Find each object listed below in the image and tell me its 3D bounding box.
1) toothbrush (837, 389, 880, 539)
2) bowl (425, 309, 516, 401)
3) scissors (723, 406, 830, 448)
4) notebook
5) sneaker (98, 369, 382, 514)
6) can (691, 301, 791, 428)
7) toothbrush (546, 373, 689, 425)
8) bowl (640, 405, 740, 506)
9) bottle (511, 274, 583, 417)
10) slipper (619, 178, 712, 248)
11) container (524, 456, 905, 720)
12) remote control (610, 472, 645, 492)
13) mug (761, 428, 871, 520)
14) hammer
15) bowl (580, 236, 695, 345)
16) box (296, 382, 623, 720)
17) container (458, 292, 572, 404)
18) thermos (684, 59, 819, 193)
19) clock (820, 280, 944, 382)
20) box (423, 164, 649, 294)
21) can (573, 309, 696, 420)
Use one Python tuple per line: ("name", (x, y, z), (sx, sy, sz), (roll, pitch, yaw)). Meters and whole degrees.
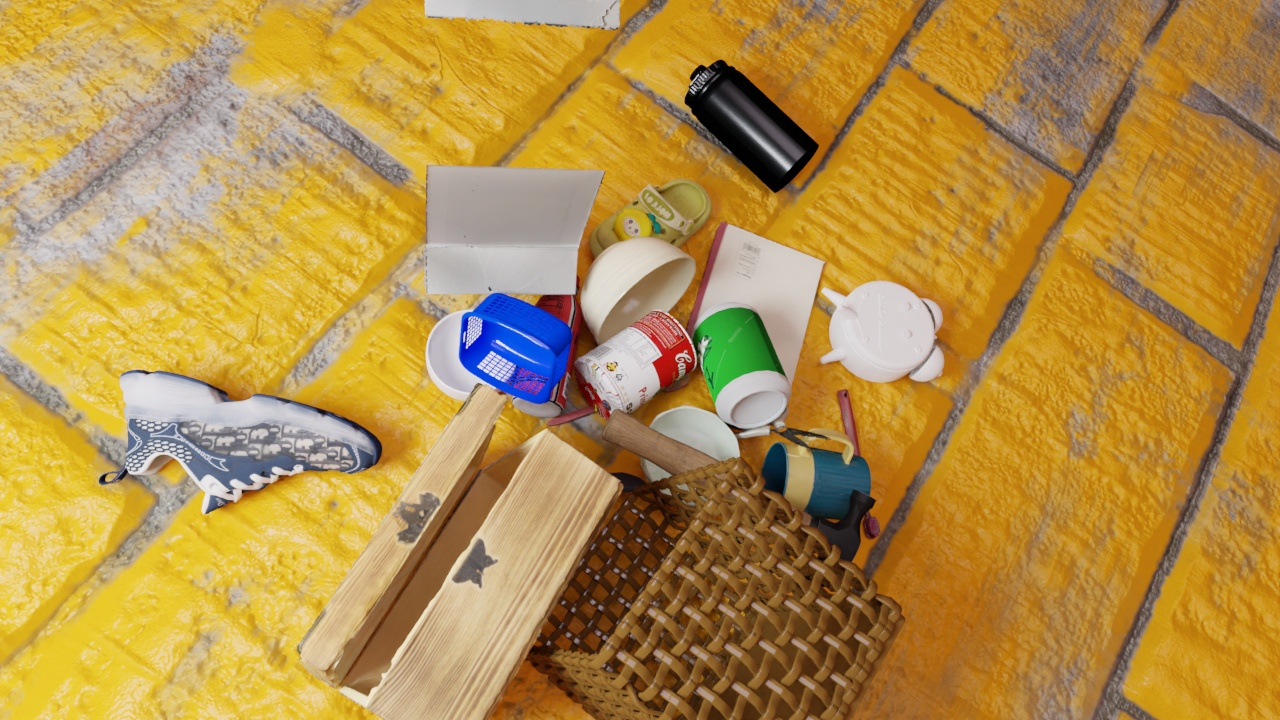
("toothbrush", (0.268, 0.125, 1.130), (0.016, 0.016, 0.189), (-2, 68, -13))
("bowl", (-0.194, -0.001, 1.053), (0.105, 0.054, 0.104), (6, 65, -13))
("scissors", (0.148, 0.081, 1.060), (0.154, 0.162, 0.012), (-13, 107, 14))
("notebook", (0.146, -0.071, 1.186), (0.153, 0.012, 0.208), (21, 64, -3))
("sneaker", (-0.410, 0.098, 0.951), (0.269, 0.103, 0.132), (13, 80, -7))
("can", (0.116, 0.004, 1.073), (0.087, 0.088, 0.139), (-4, 48, -15))
("toothbrush", (-0.025, 0.047, 1.095), (0.184, 0.016, 0.015), (-17, 66, -17))
("bowl", (0.051, 0.117, 1.057), (0.117, 0.061, 0.117), (5, 67, -12))
("bottle", (-0.104, -0.025, 1.080), (0.062, 0.062, 0.176), (14, 65, -8))
("slipper", (0.023, -0.179, 1.165), (0.190, 0.082, 0.091), (-38, 83, -26))
("container", (0.057, 0.259, 0.873), (0.214, 0.252, 0.219), (43, 64, -7))
("remote control", (-0.045, 0.138, 1.015), (0.124, 0.046, 0.009), (2, 104, -45))
("mug", (0.208, 0.130, 1.062), (0.107, 0.114, 0.083), (10, 30, -10))
("hammer", (0.096, 0.142, 0.996), (0.305, 0.040, 0.132), (28, 84, -6))
("bowl", (-0.014, -0.092, 1.085), (0.150, 0.151, 0.075), (-33, 70, -23))
("box", (-0.180, 0.203, 0.871), (0.168, 0.246, 0.278), (34, 64, -8))
("container", (-0.132, -0.017, 0.988), (0.114, 0.096, 0.058), (25, 44, 10))
("thermos", (0.141, -0.328, 1.249), (0.198, 0.086, 0.086), (45, 65, 7))
("clock", (0.315, -0.040, 1.178), (0.161, 0.073, 0.125), (10, 66, -9))
("box", (-0.130, -0.124, 0.909), (0.166, 0.479, 0.119), (-2, 92, -14))
("can", (-0.006, 0.006, 1.063), (0.116, 0.087, 0.086), (-34, 79, -23))
